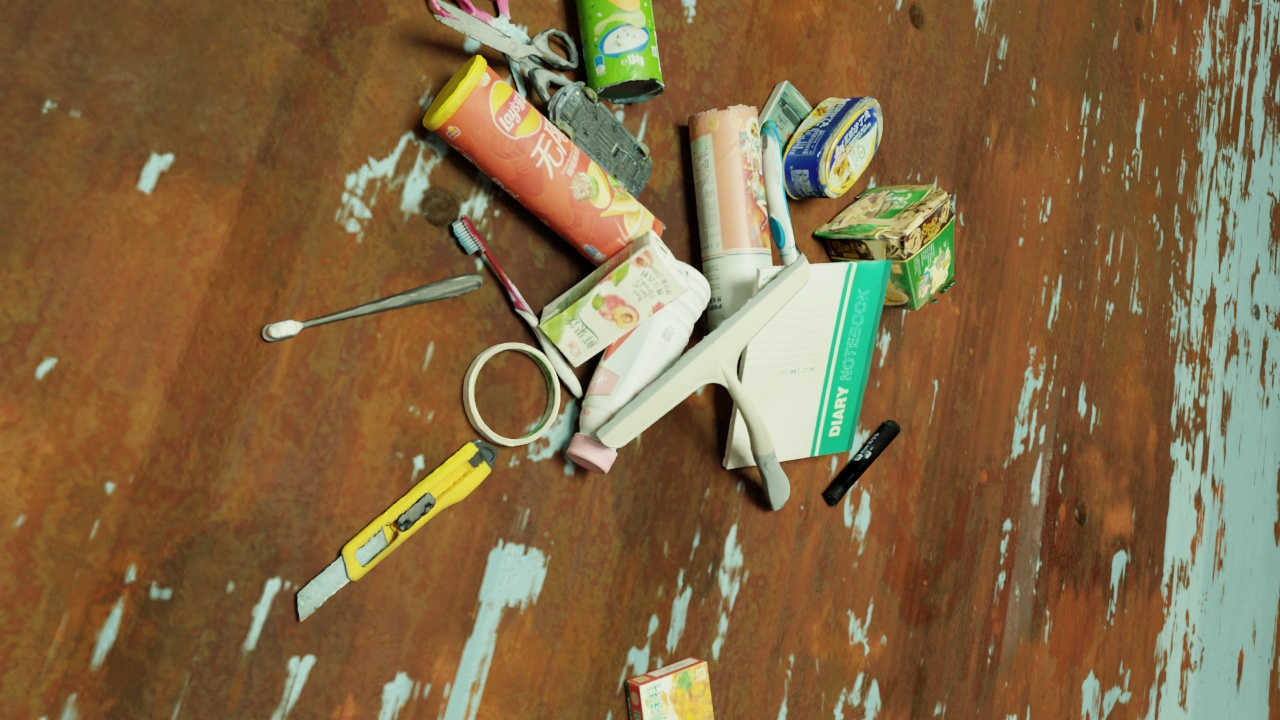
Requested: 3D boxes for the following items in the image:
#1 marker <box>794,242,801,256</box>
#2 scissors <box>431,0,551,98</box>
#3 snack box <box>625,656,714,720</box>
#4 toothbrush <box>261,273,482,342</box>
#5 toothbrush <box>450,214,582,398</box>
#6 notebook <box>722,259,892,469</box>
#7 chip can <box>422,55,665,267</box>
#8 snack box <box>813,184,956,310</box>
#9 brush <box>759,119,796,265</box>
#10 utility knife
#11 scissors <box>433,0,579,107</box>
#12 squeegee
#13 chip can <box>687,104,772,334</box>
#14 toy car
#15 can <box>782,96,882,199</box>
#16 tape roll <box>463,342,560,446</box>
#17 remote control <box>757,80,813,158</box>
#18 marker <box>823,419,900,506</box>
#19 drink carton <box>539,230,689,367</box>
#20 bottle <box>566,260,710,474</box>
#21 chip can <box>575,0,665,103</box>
[{"bbox_3d":[0.175,-0.094,0.978,0.018,0.015,0.124,-44,109,-35],"label":"marker"},{"bbox_3d":[-0.124,-0.287,0.779,0.123,0.017,0.133,-22,103,-38],"label":"scissors"},{"bbox_3d":[0.033,0.357,0.831,0.076,0.027,0.156,-8,91,-35],"label":"snack box"},{"bbox_3d":[-0.199,-0.043,0.706,0.180,0.018,0.015,-20,95,-37],"label":"toothbrush"},{"bbox_3d":[-0.102,-0.041,0.775,0.017,0.016,0.187,-30,110,6],"label":"toothbrush"},{"bbox_3d":[0.160,0.005,0.882,0.150,0.012,0.209,-6,118,-23],"label":"notebook"},{"bbox_3d":[-0.076,-0.155,0.769,0.216,0.073,0.073,38,66,-28],"label":"chip can"},{"bbox_3d":[0.276,-0.119,1.004,0.118,0.118,0.106,-37,119,-29],"label":"snack box"},{"bbox_3d":[0.166,-0.079,0.930,0.109,0.061,0.314,-3,96,-29],"label":"brush"},{"bbox_3d":[-0.182,0.126,0.703,0.196,0.015,0.033,-42,107,-30],"label":"utility knife"},{"bbox_3d":[-0.103,-0.248,0.754,0.173,0.014,0.141,-50,131,-46],"label":"scissors"},{"bbox_3d":[0.105,0.072,0.846,0.246,0.039,0.247,-40,132,-15],"label":"squeegee"},{"bbox_3d":[0.089,-0.131,0.885,0.071,0.071,0.214,-5,89,-36],"label":"chip can"},{"bbox_3d":[-0.037,-0.192,0.816,0.120,0.037,0.054,43,65,-35],"label":"toy car"},{"bbox_3d":[0.206,-0.226,0.975,0.147,0.049,0.075,-50,132,-32],"label":"can"},{"bbox_3d":[-0.107,0.028,0.766,0.085,0.014,0.085,3,85,-35],"label":"tape roll"},{"bbox_3d":[0.139,-0.227,0.960,0.056,0.019,0.134,41,64,-26],"label":"remote control"},{"bbox_3d":[0.245,0.112,1.009,0.131,0.020,0.022,-41,126,-30],"label":"marker"},{"bbox_3d":[-0.023,-0.052,0.774,0.053,0.123,0.045,48,19,-23],"label":"drink carton"},{"bbox_3d":[-0.005,0.005,0.810,0.068,0.068,0.196,37,69,-28],"label":"bottle"},{"bbox_3d":[-0.028,-0.353,0.818,0.072,0.072,0.236,-10,93,-36],"label":"chip can"}]
